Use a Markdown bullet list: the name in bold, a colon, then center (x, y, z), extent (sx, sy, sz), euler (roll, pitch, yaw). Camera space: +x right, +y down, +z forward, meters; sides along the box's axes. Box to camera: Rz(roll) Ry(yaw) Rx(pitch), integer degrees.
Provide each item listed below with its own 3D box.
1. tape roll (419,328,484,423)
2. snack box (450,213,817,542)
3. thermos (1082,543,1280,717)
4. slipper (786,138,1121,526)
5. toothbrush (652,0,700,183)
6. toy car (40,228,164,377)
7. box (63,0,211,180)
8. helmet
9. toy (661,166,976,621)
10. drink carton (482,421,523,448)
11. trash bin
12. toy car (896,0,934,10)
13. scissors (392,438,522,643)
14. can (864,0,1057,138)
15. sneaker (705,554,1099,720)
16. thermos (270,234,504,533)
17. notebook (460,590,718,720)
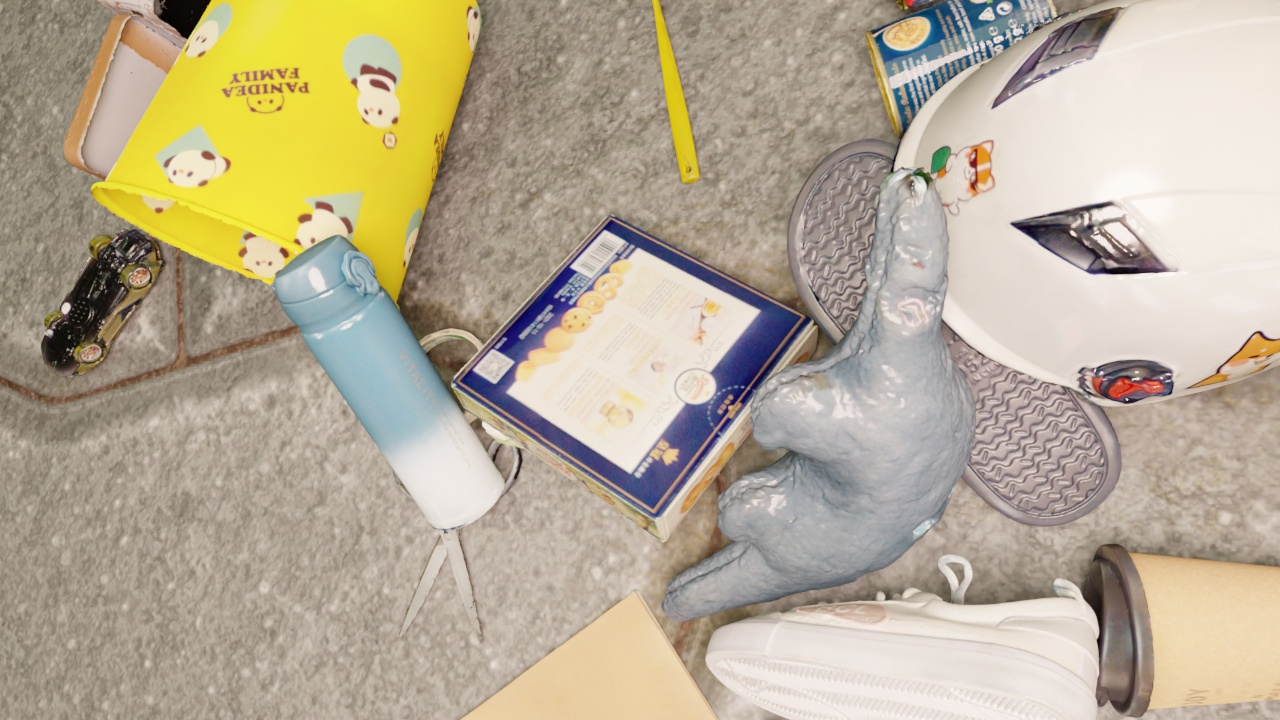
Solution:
- **tape roll**: center (-0.157, 0.016, 0.737), extent (0.086, 0.014, 0.085), euler (-8, 68, 19)
- **snack box**: center (-0.004, 0.004, 0.633), extent (0.182, 0.046, 0.177), euler (31, 66, 24)
- **thermos**: center (0.314, 0.147, 0.499), extent (0.143, 0.093, 0.093), euler (-2, 78, 13)
- **slipper**: center (0.195, -0.017, 0.588), extent (0.111, 0.083, 0.268), euler (-38, 85, 20)
- **toothbrush**: center (0.024, -0.227, 0.725), extent (0.016, 0.016, 0.190), euler (-14, 75, 17)
- **toy car**: center (-0.518, -0.054, 0.880), extent (0.070, 0.042, 0.158), euler (37, 92, 23)
- **box**: center (-0.380, -0.258, 0.797), extent (0.082, 0.177, 0.260), euler (18, 85, 23)
- **helmet**: center (0.290, -0.099, 0.479), extent (0.274, 0.157, 0.229), euler (1, 75, -12)
- **toy**: center (0.118, 0.055, 0.533), extent (0.138, 0.357, 0.091), euler (13, 39, -7)
- **drink carton**: center (-0.049, 0.046, 0.676), extent (0.123, 0.045, 0.053), euler (11, 67, 22)
- **trash bin**: center (-0.254, -0.192, 0.719), extent (0.230, 0.229, 0.255), euler (15, 79, 23)
- **toy car**: center (0.190, -0.275, 0.638), extent (0.049, 0.031, 0.106), euler (-27, 37, 11)
- **scissors**: center (-0.152, 0.130, 0.716), extent (0.159, 0.014, 0.181), euler (36, 91, 24)
- **can**: center (0.216, -0.204, 0.613), extent (0.111, 0.075, 0.075), euler (-18, 73, 16)
- **sneaker**: center (0.144, 0.163, 0.542), extent (0.243, 0.089, 0.090), euler (-12, 35, 44)
- **thermos**: center (-0.169, 0.019, 0.630), extent (0.070, 0.220, 0.070), euler (-19, 30, 11)
- **notebook**: center (-0.045, 0.285, 0.645), extent (0.212, 0.012, 0.149), euler (-38, 69, 9)
